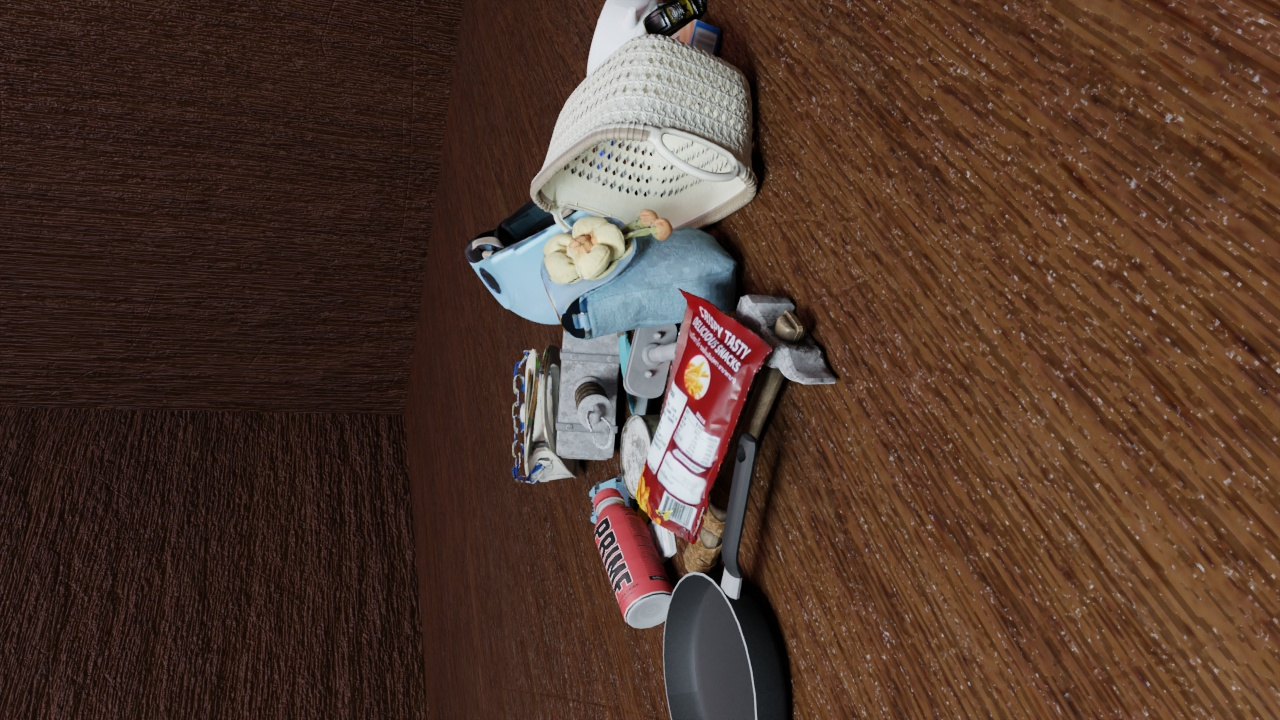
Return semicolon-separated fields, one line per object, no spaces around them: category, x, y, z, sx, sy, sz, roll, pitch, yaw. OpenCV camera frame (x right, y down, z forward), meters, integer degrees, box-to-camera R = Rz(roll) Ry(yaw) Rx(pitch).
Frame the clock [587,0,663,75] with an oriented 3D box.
clock;-0.026;-0.385;1.111;0.161;0.073;0.125;107;-176;-51

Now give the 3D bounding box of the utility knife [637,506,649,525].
utility knife;0.017;0.143;1.086;0.030;0.017;0.152;-104;26;-48

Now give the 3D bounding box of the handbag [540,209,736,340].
handbag;-0.003;-0.092;0.906;0.121;0.191;0.119;-114;19;-53

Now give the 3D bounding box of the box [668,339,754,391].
box;0.058;0.002;0.948;0.059;0.056;0.187;63;166;-14

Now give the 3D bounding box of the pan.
pan;0.085;0.230;0.836;0.204;0.044;0.356;-134;47;-61

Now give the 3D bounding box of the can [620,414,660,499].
can;0.028;0.102;0.977;0.090;0.074;0.090;-179;90;-69

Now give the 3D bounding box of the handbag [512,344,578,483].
handbag;-0.145;0.076;1.319;0.200;0.093;0.200;80;-174;-66

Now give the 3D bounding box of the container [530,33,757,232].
container;0.005;-0.214;0.930;0.247;0.184;0.142;-16;62;60

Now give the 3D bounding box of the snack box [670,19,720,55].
snack box;0.037;-0.319;1.037;0.151;0.034;0.087;-168;93;-70

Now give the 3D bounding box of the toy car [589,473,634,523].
toy car;-0.029;0.181;1.189;0.108;0.027;0.060;-31;59;55

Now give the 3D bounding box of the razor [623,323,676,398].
razor;0.033;-0.009;0.930;0.116;0.047;0.088;-10;64;60

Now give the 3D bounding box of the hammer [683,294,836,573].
hammer;0.093;0.091;0.854;0.121;0.049;0.320;-115;32;-46

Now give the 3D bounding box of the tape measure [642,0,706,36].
tape measure;0.033;-0.384;1.024;0.062;0.061;0.034;-10;111;59

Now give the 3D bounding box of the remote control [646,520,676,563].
remote control;0.011;0.225;1.098;0.136;0.011;0.050;125;142;-55

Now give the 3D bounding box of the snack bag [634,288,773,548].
snack bag;0.047;0.051;0.827;0.139;0.066;0.208;-130;45;-54

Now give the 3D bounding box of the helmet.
helmet;-0.090;-0.139;1.157;0.167;0.225;0.266;56;167;-13

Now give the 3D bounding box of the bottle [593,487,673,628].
bottle;-0.015;0.220;1.059;0.176;0.062;0.062;-117;35;-47

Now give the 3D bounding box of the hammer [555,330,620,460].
hammer;-0.058;0.046;1.097;0.326;0.079;0.177;-141;55;-83

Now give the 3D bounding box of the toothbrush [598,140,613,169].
toothbrush;-0.038;-0.352;1.287;0.018;0.016;0.183;-111;30;-57

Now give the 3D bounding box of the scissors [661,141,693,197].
scissors;0.041;-0.239;1.062;0.141;0.014;0.175;-144;63;-63

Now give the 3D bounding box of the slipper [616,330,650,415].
slipper;-0.006;0.006;1.071;0.098;0.055;0.269;-80;-2;-70
